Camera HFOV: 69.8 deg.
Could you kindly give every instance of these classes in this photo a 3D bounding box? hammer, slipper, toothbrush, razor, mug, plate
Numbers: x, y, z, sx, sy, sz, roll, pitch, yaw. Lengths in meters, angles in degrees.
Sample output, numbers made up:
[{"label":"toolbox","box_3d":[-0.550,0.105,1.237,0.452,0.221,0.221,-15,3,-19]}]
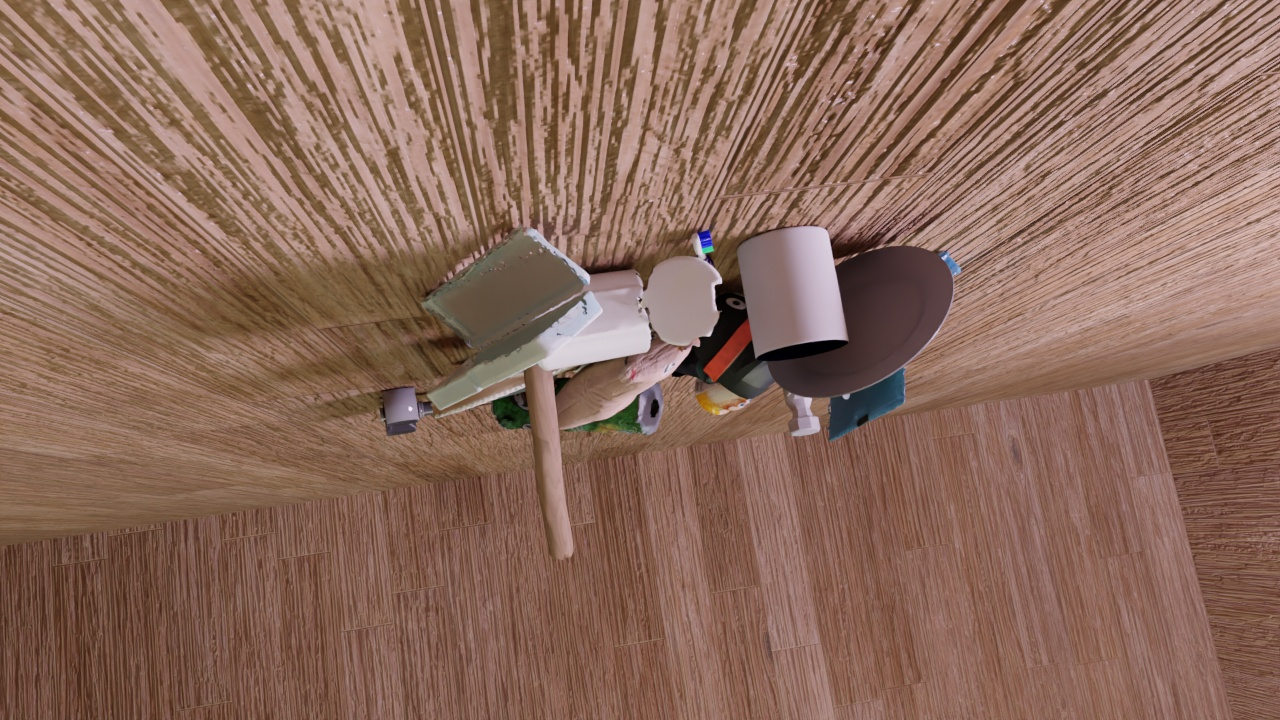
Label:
[{"label":"hammer","box_3d":[-0.095,0.080,0.923,0.098,0.329,0.052,-7,-145,-8]},{"label":"hammer","box_3d":[-0.201,0.053,1.292,0.321,0.043,0.156,-8,171,-17]},{"label":"slipper","box_3d":[-0.103,-0.007,0.955,0.263,0.052,0.115,-23,178,9]},{"label":"toothbrush","box_3d":[0.057,-0.082,0.803,0.016,0.015,0.186,-15,170,4]},{"label":"hammer","box_3d":[0.191,-0.011,1.095,0.039,0.131,0.328,-10,161,4]},{"label":"razor","box_3d":[0.063,0.001,1.137,0.052,0.047,0.143,37,170,-26]},{"label":"mug","box_3d":[0.130,-0.052,0.795,0.078,0.097,0.112,-9,170,4]},{"label":"plate","box_3d":[0.193,-0.033,0.813,0.179,0.178,0.012,-16,129,37]}]

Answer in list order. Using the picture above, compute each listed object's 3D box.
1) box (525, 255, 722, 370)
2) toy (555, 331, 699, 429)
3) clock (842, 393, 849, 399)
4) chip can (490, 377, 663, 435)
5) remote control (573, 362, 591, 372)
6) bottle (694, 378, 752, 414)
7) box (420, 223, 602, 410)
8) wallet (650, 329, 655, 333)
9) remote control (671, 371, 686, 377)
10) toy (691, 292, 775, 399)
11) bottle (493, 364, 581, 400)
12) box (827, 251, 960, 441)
[{"label":"box","box_3d":[-0.016,-0.039,0.768,0.159,0.084,0.119,-10,173,-8]},{"label":"toy","box_3d":[-0.006,0.006,0.986,0.195,0.065,0.265,-38,-178,-39]},{"label":"clock","box_3d":[0.203,-0.033,0.904,0.043,0.119,0.094,-14,131,15]},{"label":"chip can","box_3d":[-0.081,0.057,1.181,0.224,0.075,0.075,0,175,27]},{"label":"remote control","box_3d":[-0.055,0.000,1.144,0.060,0.025,0.138,-11,172,12]},{"label":"bottle","box_3d":[0.115,0.030,1.142,0.063,0.063,0.109,-3,169,-29]},{"label":"box","box_3d":[-0.117,-0.038,0.716,0.085,0.096,0.199,-40,-168,-37]},{"label":"wallet","box_3d":[0.040,-0.035,1.043,0.072,0.019,0.123,-9,170,-2]},{"label":"remote control","box_3d":[0.091,-0.011,1.183,0.013,0.034,0.150,3,165,-39]},{"label":"toy","box_3d":[0.098,-0.022,0.925,0.100,0.119,0.097,-51,174,31]},{"label":"bottle","box_3d":[-0.139,0.011,1.073,0.162,0.046,0.072,-15,168,34]},{"label":"box","box_3d":[0.251,-0.013,0.995,0.066,0.172,0.232,27,163,1]}]
